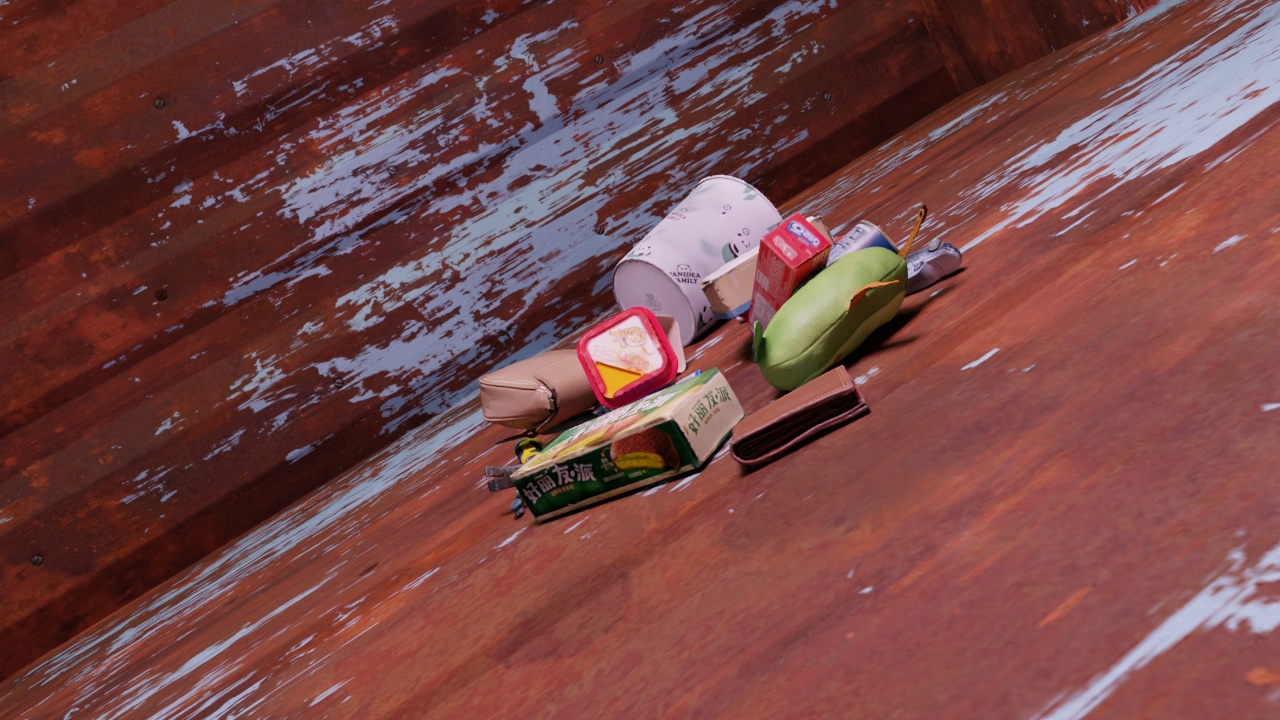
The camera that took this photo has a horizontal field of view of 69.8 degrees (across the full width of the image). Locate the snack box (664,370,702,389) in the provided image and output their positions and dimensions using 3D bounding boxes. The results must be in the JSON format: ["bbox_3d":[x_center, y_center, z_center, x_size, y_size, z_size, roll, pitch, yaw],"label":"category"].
[{"bbox_3d":[0.011,0.067,1.142,0.157,0.026,0.084,-29,7,9],"label":"snack box"}]

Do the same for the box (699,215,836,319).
[{"bbox_3d":[0.156,-0.114,1.166,0.184,0.059,0.090,-33,8,-5],"label":"box"}]

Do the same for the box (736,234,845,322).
[{"bbox_3d":[0.253,-0.134,1.466,0.200,0.038,0.158,-37,10,-33],"label":"box"}]

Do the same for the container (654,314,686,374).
[{"bbox_3d":[-0.005,-0.009,1.384,0.089,0.090,0.111,0,-17,-37],"label":"container"}]

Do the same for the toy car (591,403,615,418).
[{"bbox_3d":[-0.024,0.057,1.313,0.105,0.031,0.049,-33,5,-33],"label":"toy car"}]

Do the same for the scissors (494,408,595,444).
[{"bbox_3d":[-0.128,0.097,1.333,0.179,0.019,0.140,-14,2,-33],"label":"scissors"}]

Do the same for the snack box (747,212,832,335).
[{"bbox_3d":[0.164,-0.080,1.042,0.057,0.058,0.208,-36,-22,-14],"label":"snack box"}]

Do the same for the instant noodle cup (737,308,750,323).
[{"bbox_3d":[0.210,-0.087,1.236,0.194,0.066,0.193,-31,8,5],"label":"instant noodle cup"}]

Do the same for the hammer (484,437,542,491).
[{"bbox_3d":[-0.148,0.131,1.238,0.126,0.032,0.323,-13,2,-10],"label":"hammer"}]

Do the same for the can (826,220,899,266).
[{"bbox_3d":[0.247,-0.102,1.092,0.111,0.075,0.075,-42,8,0],"label":"can"}]

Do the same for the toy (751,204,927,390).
[{"bbox_3d":[0.206,-0.053,0.952,0.246,0.090,0.227,-40,-5,-20],"label":"toy"}]

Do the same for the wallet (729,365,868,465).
[{"bbox_3d":[0.135,0.048,0.806,0.125,0.032,0.101,-28,5,11],"label":"wallet"}]

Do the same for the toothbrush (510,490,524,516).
[{"bbox_3d":[-0.148,0.166,1.160,0.016,0.018,0.191,-28,6,1],"label":"toothbrush"}]

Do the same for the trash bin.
[{"bbox_3d":[0.099,-0.163,1.610,0.251,0.229,0.230,-43,13,-31],"label":"trash bin"}]

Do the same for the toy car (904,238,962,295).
[{"bbox_3d":[0.317,-0.102,1.032,0.091,0.043,0.034,-27,35,42],"label":"toy car"}]

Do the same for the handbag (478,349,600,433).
[{"bbox_3d":[-0.129,0.043,1.317,0.148,0.100,0.203,3,16,36],"label":"handbag"}]

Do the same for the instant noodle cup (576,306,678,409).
[{"bbox_3d":[-0.007,0.007,1.225,0.116,0.116,0.124,-29,-21,6],"label":"instant noodle cup"}]

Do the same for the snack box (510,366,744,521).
[{"bbox_3d":[-0.017,0.091,0.960,0.241,0.063,0.114,-25,9,39],"label":"snack box"}]
